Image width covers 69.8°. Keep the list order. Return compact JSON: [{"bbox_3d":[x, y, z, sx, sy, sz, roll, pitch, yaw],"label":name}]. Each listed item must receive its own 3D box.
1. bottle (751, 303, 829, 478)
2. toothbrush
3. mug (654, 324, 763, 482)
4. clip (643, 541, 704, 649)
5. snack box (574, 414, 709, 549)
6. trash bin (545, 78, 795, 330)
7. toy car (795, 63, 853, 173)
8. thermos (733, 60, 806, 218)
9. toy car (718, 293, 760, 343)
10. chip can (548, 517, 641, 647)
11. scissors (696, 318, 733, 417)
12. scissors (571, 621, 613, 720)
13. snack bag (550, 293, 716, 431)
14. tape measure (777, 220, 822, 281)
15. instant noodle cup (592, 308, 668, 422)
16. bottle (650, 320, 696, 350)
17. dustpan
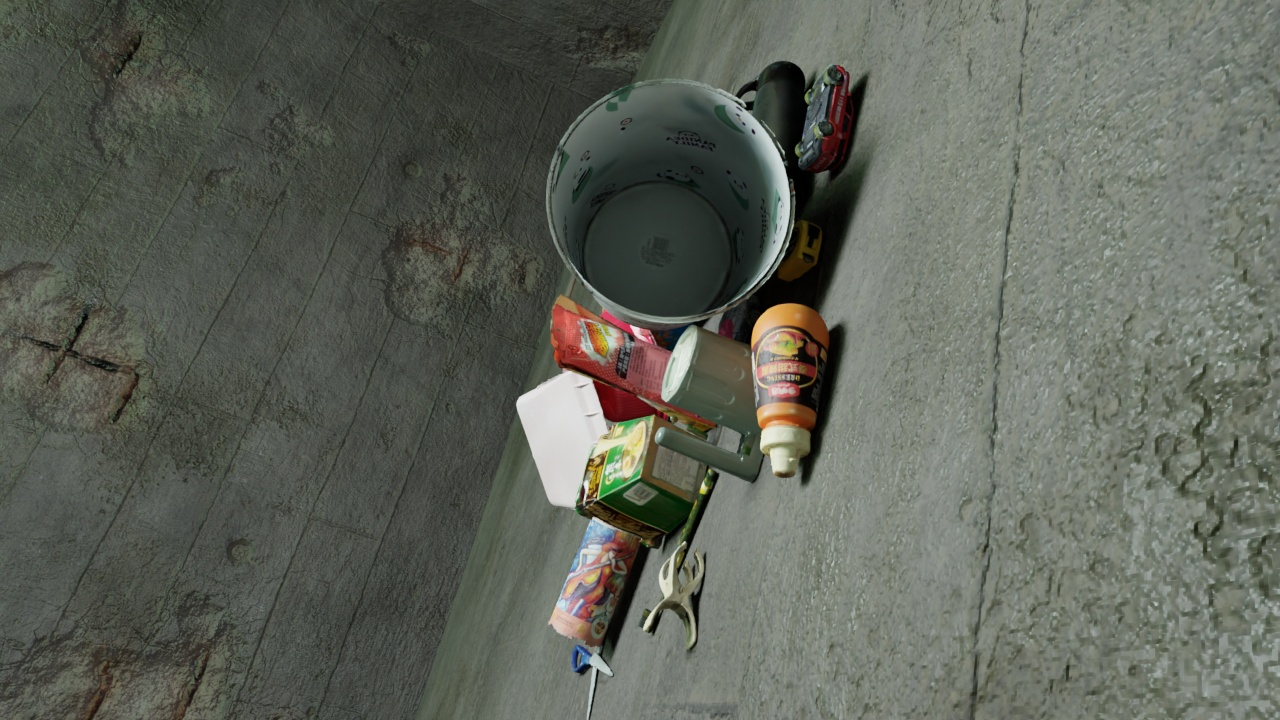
[{"bbox_3d":[0.125,0.028,0.776,0.067,0.066,0.149,131,149,-60],"label":"bottle"},{"bbox_3d":[0.039,0.199,0.960,0.012,0.017,0.186,13,-80,-64],"label":"toothbrush"},{"bbox_3d":[0.076,0.038,0.858,0.084,0.103,0.123,147,143,-71],"label":"mug"},{"bbox_3d":[0.037,0.223,0.877,0.035,0.070,0.099,-57,9,40],"label":"clip"},{"bbox_3d":[0.011,0.126,1.008,0.106,0.118,0.117,-36,33,51],"label":"snack box"},{"bbox_3d":[0.024,-0.135,0.963,0.252,0.229,0.229,109,-179,-84],"label":"trash bin"},{"bbox_3d":[0.196,-0.251,0.960,0.053,0.045,0.120,143,141,-65],"label":"toy car"},{"bbox_3d":[0.151,-0.264,1.090,0.068,0.090,0.241,68,-157,-43],"label":"thermos"},{"bbox_3d":[0.105,-0.033,1.025,0.043,0.034,0.091,-121,52,-71],"label":"toy car"},{"bbox_3d":[-0.038,0.228,1.100,0.214,0.071,0.071,-68,11,-6],"label":"chip can"},{"bbox_3d":[0.082,0.020,0.951,0.133,0.017,0.133,84,-151,-46],"label":"scissors"},{"bbox_3d":[-0.056,0.357,1.126,0.176,0.012,0.162,142,146,-65],"label":"scissors"},{"bbox_3d":[-0.006,0.006,1.025,0.073,0.207,0.128,-56,19,28],"label":"snack bag"},{"bbox_3d":[0.161,-0.109,0.911,0.060,0.029,0.057,138,150,-66],"label":"tape measure"},{"bbox_3d":[-0.032,0.012,1.234,0.193,0.065,0.194,54,155,38],"label":"instant noodle cup"},{"bbox_3d":[0.070,-0.091,1.208,0.219,0.065,0.065,128,160,-51],"label":"bottle"},{"bbox_3d":[-0.062,0.100,1.289,0.274,0.138,0.222,-11,97,52],"label":"dustpan"}]
